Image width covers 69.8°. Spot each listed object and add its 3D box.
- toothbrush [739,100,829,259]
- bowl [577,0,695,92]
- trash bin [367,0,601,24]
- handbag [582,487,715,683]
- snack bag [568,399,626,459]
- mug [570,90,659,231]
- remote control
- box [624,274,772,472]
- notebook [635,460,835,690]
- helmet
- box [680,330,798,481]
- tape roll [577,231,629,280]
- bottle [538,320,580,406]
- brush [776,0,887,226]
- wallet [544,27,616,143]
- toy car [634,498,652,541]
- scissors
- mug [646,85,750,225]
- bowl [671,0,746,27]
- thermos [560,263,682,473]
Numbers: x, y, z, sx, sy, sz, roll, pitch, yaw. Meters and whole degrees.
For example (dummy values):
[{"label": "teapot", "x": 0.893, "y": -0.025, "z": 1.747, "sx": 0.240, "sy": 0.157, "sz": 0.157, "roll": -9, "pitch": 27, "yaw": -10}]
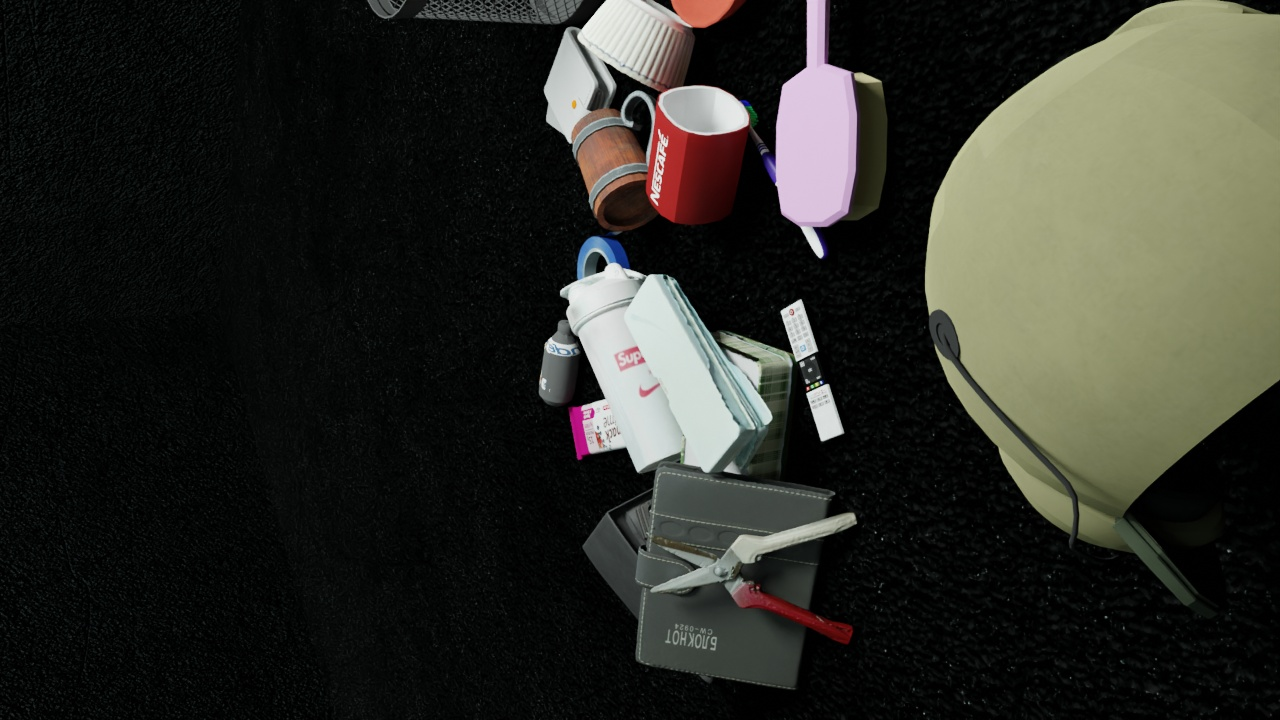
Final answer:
[{"label": "toothbrush", "x": 0.125, "y": -0.165, "z": 0.820, "sx": 0.186, "sy": 0.016, "sz": 0.015, "roll": 65, "pitch": 145, "yaw": 24}, {"label": "bowl", "x": 0.003, "y": -0.316, "z": 0.898, "sx": 0.115, "sy": 0.115, "sz": 0.063, "roll": 52, "pitch": 121, "yaw": 38}, {"label": "trash bin", "x": -0.169, "y": -0.480, "z": 1.009, "sx": 0.218, "sy": 0.226, "sz": 0.218, "roll": 15, "pitch": 108, "yaw": 55}, {"label": "handbag", "x": 0.027, "y": 0.251, "z": 0.975, "sx": 0.195, "sy": 0.072, "sz": 0.176, "roll": 60, "pitch": 159, "yaw": 14}, {"label": "snack bag", "x": -0.035, "y": 0.077, "z": 1.104, "sx": 0.197, "sy": 0.016, "sz": 0.070, "roll": -18, "pitch": 83, "yaw": 56}, {"label": "mug", "x": -0.015, "y": -0.217, "z": 0.975, "sx": 0.118, "sy": 0.081, "sz": 0.111, "roll": -40, "pitch": 57, "yaw": 32}, {"label": "remote control", "x": 0.154, "y": 0.008, "z": 0.811, "sx": 0.028, "sy": 0.011, "sz": 0.124, "roll": -33, "pitch": 69, "yaw": 54}, {"label": "box", "x": 0.048, "y": 0.007, "z": 0.853, "sx": 0.084, "sy": 0.067, "sz": 0.199, "roll": 93, "pitch": 154, "yaw": -52}, {"label": "notebook", "x": 0.080, "y": 0.203, "z": 0.854, "sx": 0.029, "sy": 0.169, "sz": 0.209, "roll": -56, "pitch": -27, "yaw": -73}, {"label": "helmet", "x": 0.254, "y": -0.041, "z": 0.413, "sx": 0.232, "sy": 0.255, "sz": 0.251, "roll": 57, "pitch": 137, "yaw": 29}, {"label": "box", "x": 0.090, "y": 0.080, "z": 0.890, "sx": 0.118, "sy": 0.050, "sz": 0.206, "roll": 25, "pitch": 116, "yaw": 55}, {"label": "tape roll", "x": -0.044, "y": -0.101, "z": 1.083, "sx": 0.091, "sy": 0.016, "sz": 0.093, "roll": -12, "pitch": 86, "yaw": 56}, {"label": "bottle", "x": -0.101, "y": 0.003, "z": 1.162, "sx": 0.047, "sy": 0.046, "sz": 0.112, "roll": 38, "pitch": 126, "yaw": 47}, {"label": "brush", "x": 0.153, "y": -0.224, "z": 0.741, "sx": 0.089, "sy": 0.043, "sz": 0.229, "roll": 12, "pitch": 106, "yaw": 55}, {"label": "wallet", "x": -0.078, "y": -0.308, "z": 1.079, "sx": 0.116, "sy": 0.037, "sz": 0.118, "roll": -59, "pitch": 45, "yaw": 43}, {"label": "toy car", "x": 0.036, "y": 0.142, "z": 0.881, "sx": 0.092, "sy": 0.037, "sz": 0.040, "roll": -27, "pitch": 68, "yaw": 23}, {"label": "scissors", "x": 0.113, "y": 0.185, "z": 0.817, "sx": 0.198, "sy": 0.015, "sz": 0.179, "roll": 40, "pitch": 105, "yaw": 3}, {"label": "mug", "x": 0.045, "y": -0.201, "z": 0.860, "sx": 0.097, "sy": 0.080, "sz": 0.116, "roll": 98, "pitch": 153, "yaw": -46}, {"label": "bowl", "x": 0.073, "y": -0.368, "z": 0.842, "sx": 0.122, "sy": 0.035, "sz": 0.122, "roll": 15, "pitch": 108, "yaw": 54}, {"label": "thermos", "x": -0.006, "y": 0.006, "z": 0.990, "sx": 0.100, "sy": 0.099, "sz": 0.220, "roll": -39, "pitch": 69, "yaw": 52}]
